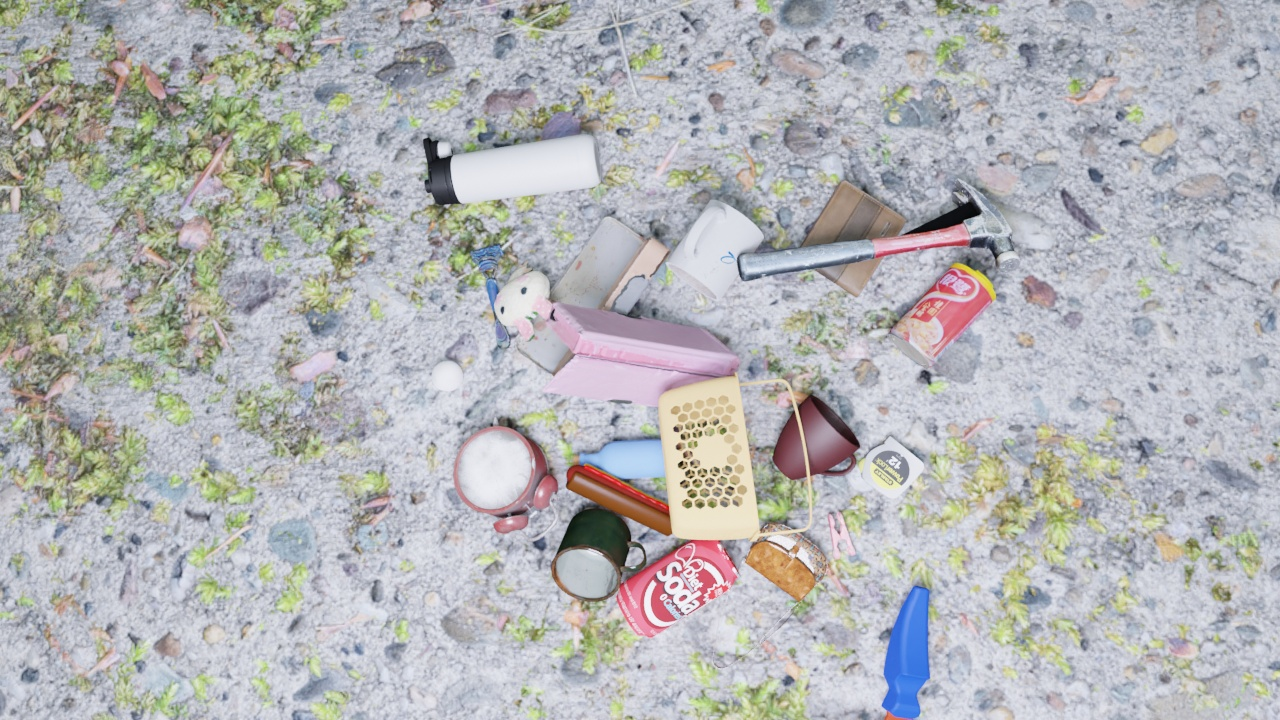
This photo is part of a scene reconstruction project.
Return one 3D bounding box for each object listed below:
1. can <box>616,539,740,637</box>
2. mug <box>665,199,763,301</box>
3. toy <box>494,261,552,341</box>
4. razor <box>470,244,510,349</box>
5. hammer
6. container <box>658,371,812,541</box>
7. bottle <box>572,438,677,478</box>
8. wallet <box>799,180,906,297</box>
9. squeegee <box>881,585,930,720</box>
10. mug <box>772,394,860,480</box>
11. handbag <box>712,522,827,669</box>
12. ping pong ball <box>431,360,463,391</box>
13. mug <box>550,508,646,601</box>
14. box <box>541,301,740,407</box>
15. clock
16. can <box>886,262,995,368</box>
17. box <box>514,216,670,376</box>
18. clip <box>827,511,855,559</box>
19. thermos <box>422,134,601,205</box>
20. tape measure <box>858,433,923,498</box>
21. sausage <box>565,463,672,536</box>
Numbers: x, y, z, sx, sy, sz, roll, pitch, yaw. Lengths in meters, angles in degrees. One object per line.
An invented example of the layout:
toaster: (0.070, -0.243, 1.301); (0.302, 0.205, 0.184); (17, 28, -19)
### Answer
can: (0.045, 0.273, 1.117); (0.142, 0.074, 0.074); (-32, 82, 1)
mug: (0.087, -0.143, 1.137); (0.083, 0.119, 0.096); (34, 87, 26)
toy: (-0.151, -0.081, 1.175); (0.087, 0.050, 0.112); (-35, 67, 25)
razor: (-0.191, -0.083, 1.208); (0.044, 0.018, 0.141); (-13, 82, 3)
hammer: (0.279, -0.143, 1.116); (0.326, 0.036, 0.140); (-9, 53, 0)
container: (0.111, 0.114, 1.068); (0.167, 0.129, 0.183); (-6, 73, 0)
bottle: (-0.020, 0.125, 1.153); (0.131, 0.048, 0.048); (-3, 83, 5)
wallet: (0.267, -0.156, 1.169); (0.098, 0.027, 0.121); (33, 86, 4)
squeegee: (0.317, 0.362, 1.091); (0.249, 0.055, 0.184); (12, 85, -11)
mug: (0.215, 0.111, 1.125); (0.114, 0.087, 0.088); (38, 107, -22)
handbag: (0.144, 0.295, 1.125); (0.093, 0.043, 0.196); (35, 91, 10)
ping pong ball: (-0.251, 0.020, 1.191); (0.040, 0.040, 0.040); (-1, 83, 5)
mug: (-0.044, 0.233, 1.111); (0.111, 0.081, 0.085); (-3, 118, 14)
box: (-0.006, 0.010, 1.096); (0.099, 0.232, 0.107); (46, 120, 48)
clock: (-0.161, 0.157, 1.153); (0.110, 0.062, 0.157); (-42, 68, 0)
can: (0.370, -0.055, 1.126); (0.066, 0.066, 0.124); (43, 89, 8)
box: (-0.065, -0.078, 1.163); (0.095, 0.115, 0.217); (35, 88, -12)
clip: (0.250, 0.216, 1.131); (0.044, 0.023, 0.060); (7, 86, 2)
thermos: (-0.171, -0.262, 1.205); (0.230, 0.068, 0.101); (-7, 70, 6)
tape measure: (0.309, 0.132, 1.136); (0.064, 0.017, 0.065); (40, 89, 8)
sausage: (-0.021, 0.170, 1.134); (0.155, 0.040, 0.040); (27, 86, -8)
